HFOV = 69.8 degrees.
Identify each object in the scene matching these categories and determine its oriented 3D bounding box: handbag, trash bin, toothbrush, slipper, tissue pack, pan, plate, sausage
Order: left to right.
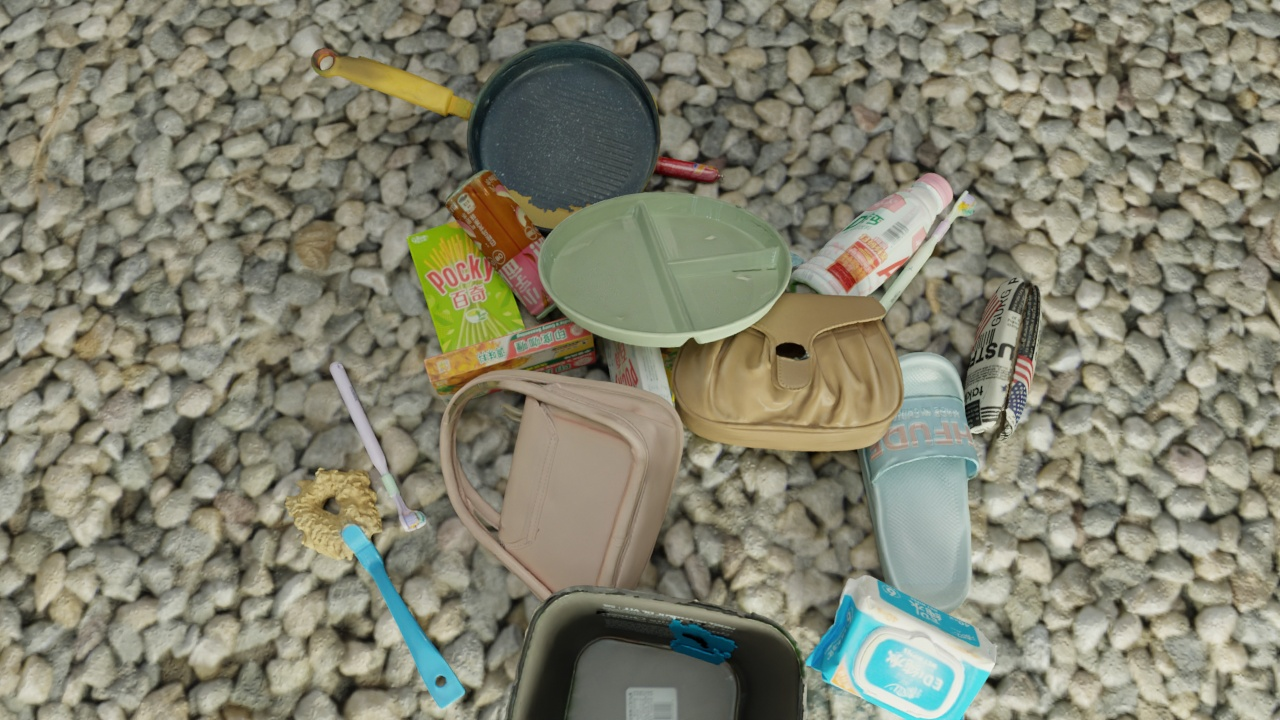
[{"bbox_3d":[-0.257,0.079,0.880,0.021,0.029,0.189,-41,70,26],"label":"toothbrush"},{"bbox_3d":[-0.154,-0.249,0.932,0.357,0.078,0.197,16,88,4],"label":"pan"},{"bbox_3d":[-0.088,0.098,0.813,0.234,0.093,0.193,22,108,23],"label":"handbag"},{"bbox_3d":[0.008,0.288,0.701,0.199,0.220,0.198,9,72,4],"label":"trash bin"},{"bbox_3d":[0.013,-0.209,0.980,0.156,0.020,0.020,10,71,3],"label":"sausage"},{"bbox_3d":[0.022,-0.086,0.837,0.230,0.028,0.229,-1,40,1],"label":"plate"},{"bbox_3d":[0.131,0.004,0.826,0.204,0.100,0.147,2,67,5],"label":"handbag"},{"bbox_3d":[0.223,0.252,0.781,0.140,0.063,0.090,25,102,8],"label":"tissue pack"},{"bbox_3d":[0.286,-0.100,0.941,0.189,0.029,0.020,-49,35,-13],"label":"toothbrush"},{"bbox_3d":[0.258,0.107,0.840,0.104,0.074,0.245,0,72,1],"label":"slipper"}]

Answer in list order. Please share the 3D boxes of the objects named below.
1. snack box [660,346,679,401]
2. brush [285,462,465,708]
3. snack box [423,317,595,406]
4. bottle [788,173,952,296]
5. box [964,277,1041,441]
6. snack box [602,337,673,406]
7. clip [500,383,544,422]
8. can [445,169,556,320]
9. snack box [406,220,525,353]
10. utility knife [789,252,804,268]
[{"bbox_3d":[0.045,-0.038,0.913,0.087,0.034,0.140,-21,74,-8],"label":"snack box"},{"bbox_3d":[-0.234,0.196,0.820,0.083,0.046,0.254,-34,68,-15],"label":"brush"},{"bbox_3d":[-0.121,-0.001,0.876,0.155,0.077,0.027,-17,71,-6],"label":"snack box"},{"bbox_3d":[0.237,-0.118,0.924,0.196,0.068,0.068,-41,76,-17],"label":"bottle"},{"bbox_3d":[0.363,0.000,0.881,0.076,0.075,0.163,21,70,2],"label":"box"},{"bbox_3d":[-0.005,0.005,0.869,0.026,0.085,0.156,-4,70,-20],"label":"snack box"},{"bbox_3d":[-0.086,0.051,0.884,0.103,0.035,0.076,16,69,-3],"label":"clip"},{"bbox_3d":[-0.125,-0.113,0.900,0.057,0.058,0.147,-40,98,-13],"label":"can"},{"bbox_3d":[-0.174,-0.068,0.927,0.085,0.026,0.156,-19,71,-7],"label":"snack box"},{"bbox_3d":[0.082,-0.074,0.899,0.176,0.019,0.031,-24,76,-8],"label":"utility knife"}]
